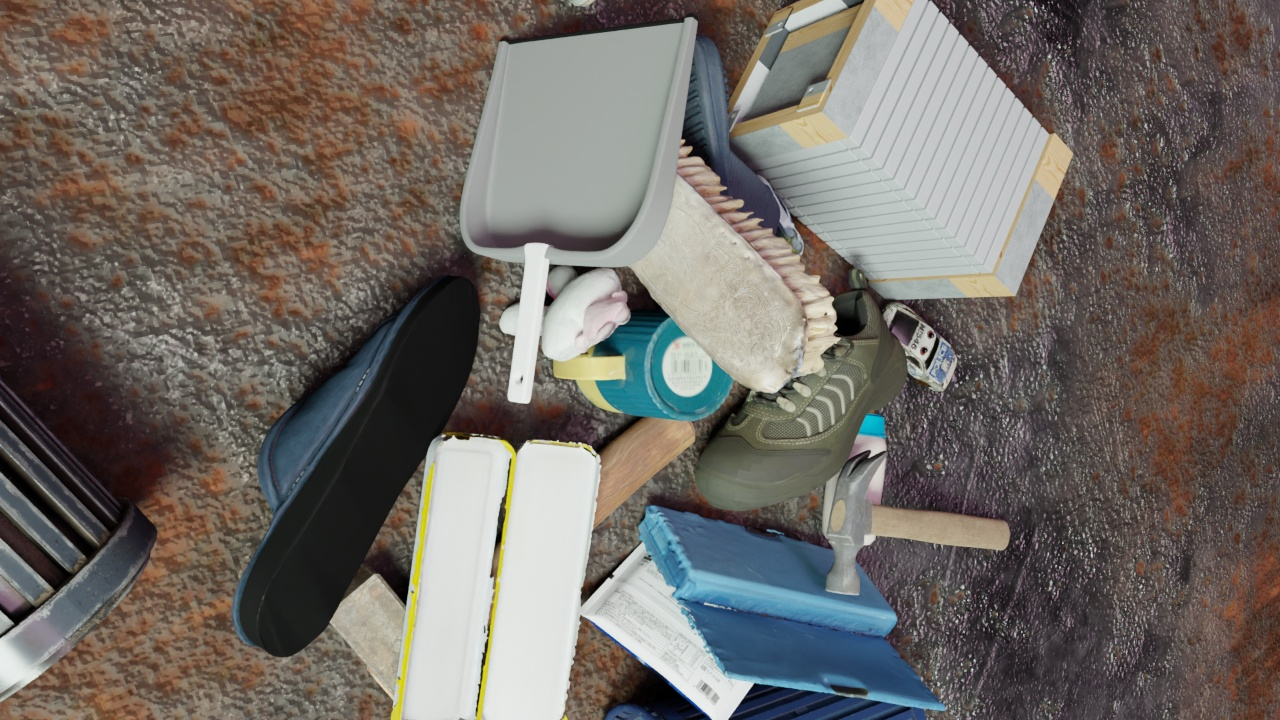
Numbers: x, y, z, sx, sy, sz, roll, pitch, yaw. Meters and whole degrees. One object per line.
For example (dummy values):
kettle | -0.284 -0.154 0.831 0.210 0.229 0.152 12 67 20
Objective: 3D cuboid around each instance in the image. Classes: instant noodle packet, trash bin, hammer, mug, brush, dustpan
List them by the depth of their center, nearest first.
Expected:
trash bin | -0.365 0.050 0.437 0.164 0.164 0.227 -41 115 -23
dustpan | -0.056 -0.099 0.610 0.033 0.163 0.257 9 88 -56
brush | 0.026 -0.088 0.620 0.056 0.271 0.083 -12 143 -44
mug | -0.004 0.004 0.676 0.113 0.107 0.083 -3 95 -30
hammer | -0.067 0.138 0.684 0.300 0.037 0.158 -40 111 -23
instant noodle packet | 0.031 0.204 0.700 0.086 0.134 0.026 -41 157 -38
trash bin | 0.107 0.314 0.739 0.249 0.139 0.139 -5 95 -32
trash bin | 0.211 -0.178 0.773 0.247 0.143 0.142 34 75 -27
hammer | 0.272 0.155 0.848 0.330 0.031 0.119 14 79 -43

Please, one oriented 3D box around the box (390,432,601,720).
box | -0.096 0.156 0.629 0.129 0.034 0.209 9 87 -27

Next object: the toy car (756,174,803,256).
toy car | 0.109 -0.120 0.776 0.027 0.039 0.090 -46 114 -25

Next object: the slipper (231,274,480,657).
slipper | -0.189 0.045 0.575 0.109 0.083 0.264 84 27 -57

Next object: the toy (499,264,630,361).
toy | -0.044 -0.033 0.641 0.075 0.126 0.037 -51 126 -16

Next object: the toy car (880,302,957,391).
toy car | 0.267 -0.012 0.873 0.112 0.041 0.048 34 76 -28

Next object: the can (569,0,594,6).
can | -0.078 -0.313 0.648 0.135 0.054 0.054 32 76 -28

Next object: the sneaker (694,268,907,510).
sneaker | 0.130 0.009 0.745 0.237 0.101 0.143 -39 125 -28

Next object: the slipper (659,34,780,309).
slipper | 0.067 -0.120 0.718 0.082 0.101 0.263 -6 92 -30

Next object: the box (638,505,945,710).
box | 0.121 0.197 0.726 0.231 0.174 0.033 19 112 -31

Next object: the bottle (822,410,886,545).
bottle | 0.196 0.091 0.830 0.051 0.051 0.146 8 88 -31
